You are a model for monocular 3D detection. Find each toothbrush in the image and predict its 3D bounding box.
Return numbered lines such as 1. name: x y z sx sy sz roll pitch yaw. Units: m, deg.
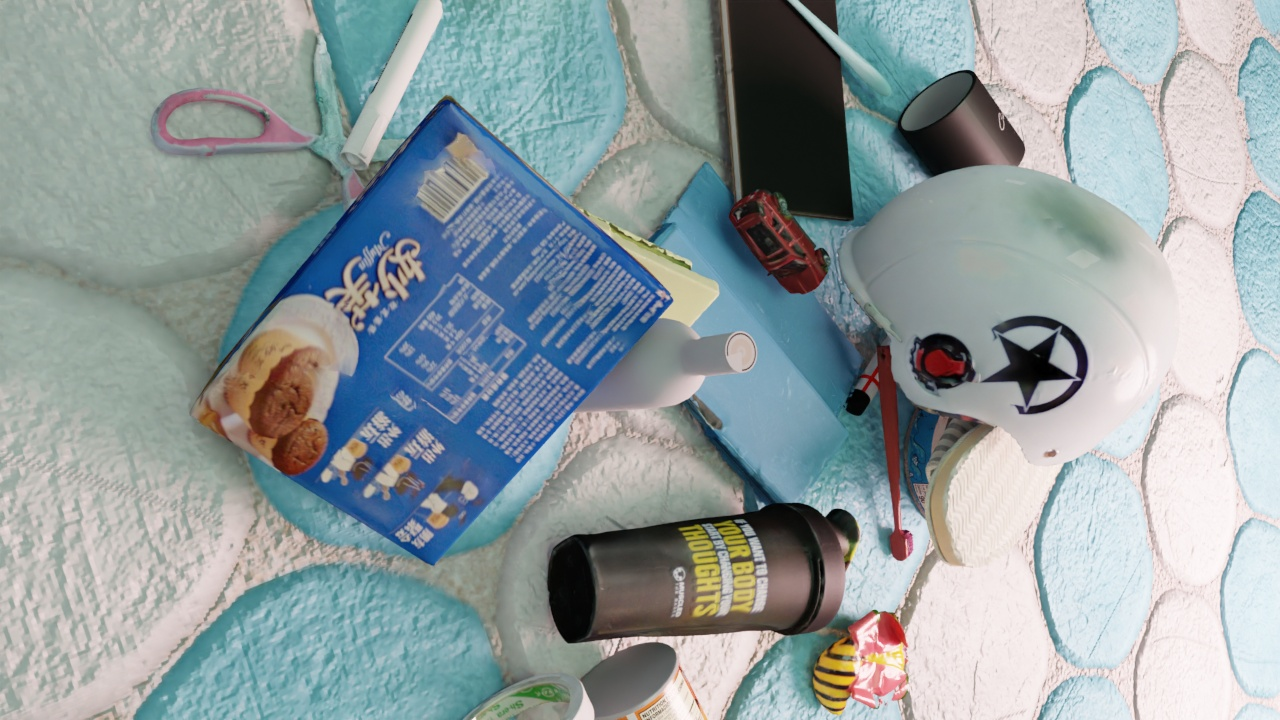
1. toothbrush: 0.219 0.080 0.786 0.016 0.016 0.190 -15 102 -40
2. toothbrush: 0.159 -0.279 0.778 0.180 0.016 0.016 31 58 -33

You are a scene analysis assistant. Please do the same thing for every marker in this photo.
1. marker: -0.150 -0.174 0.564 0.017 0.020 0.133 36 60 -37
2. marker: 0.221 -0.010 0.808 0.019 0.019 0.145 50 62 -20

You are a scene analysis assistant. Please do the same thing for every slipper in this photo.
1. slipper: 0.307 0.083 0.783 0.271 0.054 0.114 -27 102 -41

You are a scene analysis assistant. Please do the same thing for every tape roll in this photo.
1. tape roll: -0.073 0.221 0.544 0.093 0.094 0.018 -30 103 -32

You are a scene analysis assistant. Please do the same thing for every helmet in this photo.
1. helmet: 0.304 -0.064 0.732 0.264 0.164 0.235 37 40 6

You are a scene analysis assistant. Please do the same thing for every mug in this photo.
1. mug: 0.297 -0.216 0.851 0.088 0.078 0.113 43 38 -23

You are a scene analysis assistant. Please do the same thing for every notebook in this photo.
1. notebook: 0.123 -0.224 0.759 0.141 0.008 0.209 -2 87 -40

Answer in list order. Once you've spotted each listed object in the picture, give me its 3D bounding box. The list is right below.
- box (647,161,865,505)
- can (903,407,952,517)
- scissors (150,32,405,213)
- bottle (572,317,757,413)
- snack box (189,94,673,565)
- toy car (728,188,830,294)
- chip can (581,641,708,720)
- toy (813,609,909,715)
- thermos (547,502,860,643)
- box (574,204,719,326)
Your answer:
1. box: 0.086 -0.020 0.704 0.231 0.048 0.176 46 62 -21
2. can: 0.301 0.090 0.837 0.129 0.044 0.130 3 84 -34
3. scissors: -0.192 -0.111 0.544 0.170 0.013 0.172 -11 89 -38
4. bottle: -0.003 0.003 0.548 0.052 0.196 0.052 3 84 -34
5. snack box: -0.109 -0.013 0.497 0.155 0.069 0.203 39 98 -24
6. toy car: 0.106 -0.088 0.699 0.091 0.042 0.036 45 42 -21
7. chip can: 0.034 0.302 0.620 0.075 0.075 0.215 -33 104 -32
8. toy: 0.186 0.246 0.749 0.103 0.046 0.084 -18 109 -29
9. thermos: 0.049 0.151 0.639 0.220 0.098 0.098 2 85 -30
10. box: -0.051 -0.064 0.581 0.188 0.090 0.077 22 100 -25
